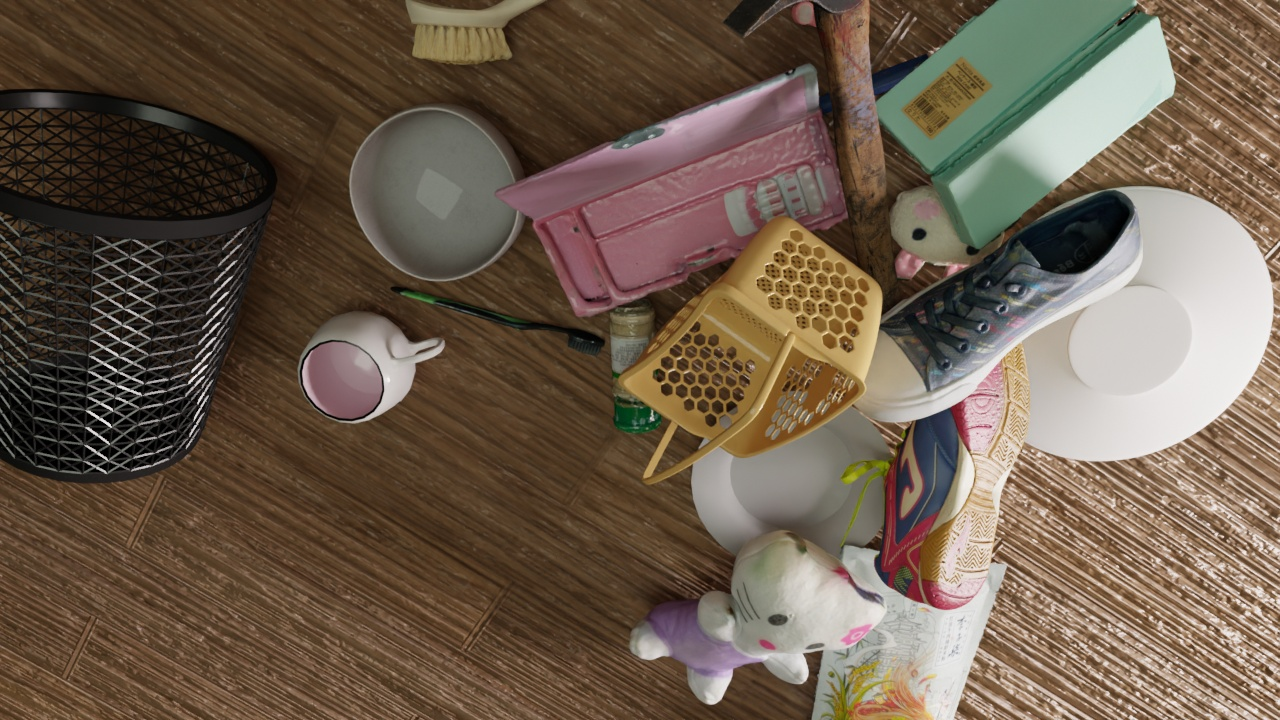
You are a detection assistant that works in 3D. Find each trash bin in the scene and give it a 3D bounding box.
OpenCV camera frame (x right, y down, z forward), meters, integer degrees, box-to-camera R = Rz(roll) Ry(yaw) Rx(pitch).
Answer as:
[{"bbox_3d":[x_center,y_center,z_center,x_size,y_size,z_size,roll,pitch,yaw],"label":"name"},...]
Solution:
[{"bbox_3d":[-0.415,-0.050,0.712,0.217,0.216,0.244,21,117,-1],"label":"trash bin"}]

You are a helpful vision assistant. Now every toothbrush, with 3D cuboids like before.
[{"bbox_3d":[0.125,-0.187,0.692,0.190,0.017,0.016,-19,110,13],"label":"toothbrush"},{"bbox_3d":[-0.122,-0.035,0.779,0.188,0.014,0.017,15,119,1],"label":"toothbrush"}]

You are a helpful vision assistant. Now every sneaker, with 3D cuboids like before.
[{"bbox_3d":[0.244,-0.045,0.648,0.235,0.087,0.079,-33,148,4],"label":"sneaker"},{"bbox_3d":[0.232,0.070,0.730,0.116,0.091,0.242,11,91,-29],"label":"sneaker"}]

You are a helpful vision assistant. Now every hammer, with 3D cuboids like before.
[{"bbox_3d":[0.147,-0.118,0.630,0.120,0.033,0.331,-28,134,-5],"label":"hammer"}]

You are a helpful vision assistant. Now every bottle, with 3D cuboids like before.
[{"bbox_3d":[-0.005,0.004,0.764,0.043,0.042,0.110,-1,109,7],"label":"bottle"}]

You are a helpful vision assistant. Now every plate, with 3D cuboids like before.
[{"bbox_3d":[0.131,0.103,0.797,0.173,0.019,0.173,2,110,6],"label":"plate"},{"bbox_3d":[0.377,-0.019,0.718,0.229,0.030,0.230,2,110,6],"label":"plate"}]

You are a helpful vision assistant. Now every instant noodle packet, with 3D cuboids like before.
[{"bbox_3d":[0.232,0.296,0.837,0.147,0.057,0.269,6,110,-4],"label":"instant noodle packet"}]

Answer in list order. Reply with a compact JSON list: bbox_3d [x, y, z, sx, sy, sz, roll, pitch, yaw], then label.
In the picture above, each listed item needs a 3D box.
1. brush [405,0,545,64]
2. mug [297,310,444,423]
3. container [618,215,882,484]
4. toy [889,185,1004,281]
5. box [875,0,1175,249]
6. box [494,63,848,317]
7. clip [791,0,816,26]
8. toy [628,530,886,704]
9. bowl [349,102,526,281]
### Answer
[{"bbox_3d":[-0.050,-0.289,0.660,0.272,0.062,0.077,-26,121,10],"label":"brush"},{"bbox_3d":[-0.220,0.000,0.769,0.124,0.076,0.090,-13,108,11],"label":"mug"},{"bbox_3d":[0.072,0.011,0.662,0.129,0.166,0.184,35,150,-7],"label":"container"},{"bbox_3d":[0.233,-0.105,0.697,0.087,0.050,0.112,18,117,-1],"label":"toy"},{"bbox_3d":[0.272,-0.186,0.642,0.187,0.056,0.138,-41,105,1],"label":"box"},{"bbox_3d":[0.028,-0.130,0.678,0.233,0.075,0.173,-18,144,10],"label":"box"},{"bbox_3d":[0.138,-0.249,0.673,0.059,0.041,0.023,16,115,-11],"label":"clip"},{"bbox_3d":[0.101,0.222,0.794,0.137,0.085,0.210,41,124,-19],"label":"toy"},{"bbox_3d":[-0.152,-0.133,0.718,0.132,0.064,0.132,2,110,6],"label":"bowl"}]
